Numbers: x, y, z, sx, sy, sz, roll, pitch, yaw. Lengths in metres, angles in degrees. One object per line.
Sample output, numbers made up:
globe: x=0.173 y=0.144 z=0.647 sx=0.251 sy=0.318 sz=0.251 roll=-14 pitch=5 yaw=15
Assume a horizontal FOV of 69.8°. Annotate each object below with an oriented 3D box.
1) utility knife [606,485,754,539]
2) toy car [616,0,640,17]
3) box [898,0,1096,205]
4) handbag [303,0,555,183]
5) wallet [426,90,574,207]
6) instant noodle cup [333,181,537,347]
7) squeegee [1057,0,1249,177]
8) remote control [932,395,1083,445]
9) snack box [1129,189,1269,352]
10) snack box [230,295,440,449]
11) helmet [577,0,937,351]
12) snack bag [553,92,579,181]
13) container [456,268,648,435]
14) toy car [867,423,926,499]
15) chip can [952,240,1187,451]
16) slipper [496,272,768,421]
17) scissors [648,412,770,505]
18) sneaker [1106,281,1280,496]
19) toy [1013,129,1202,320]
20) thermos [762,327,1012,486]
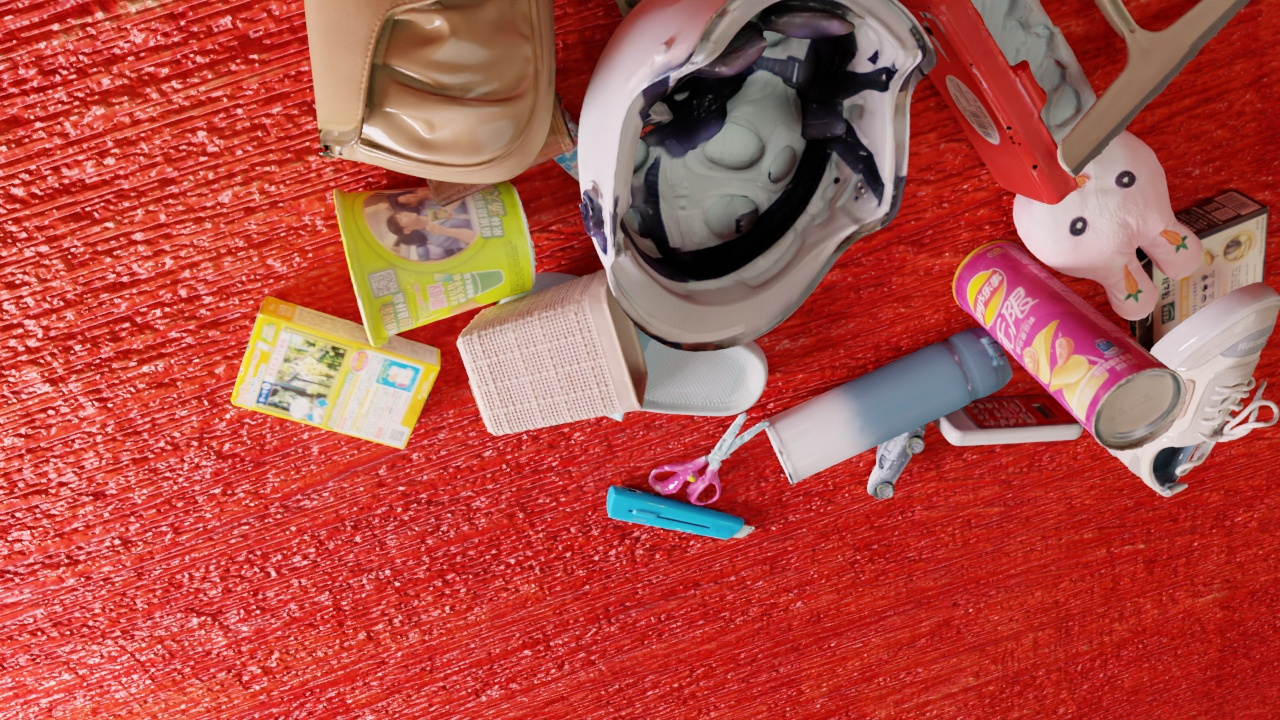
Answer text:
utility knife: x=0.039 y=0.149 z=0.876 sx=0.159 sy=0.018 sz=0.034 roll=16 pitch=116 yaw=-22
toy car: x=-0.014 y=-0.264 z=0.593 sx=0.035 sy=0.042 sz=0.090 roll=-11 pitch=121 yaw=21
box: x=0.266 y=-0.219 z=0.658 sx=0.101 sy=0.095 sz=0.201 roll=-45 pitch=119 yaw=4
handbag: x=-0.126 y=-0.208 z=0.535 sx=0.148 sy=0.099 sz=0.204 roll=-6 pitch=91 yaw=4
wallet: x=-0.108 y=-0.176 z=0.600 sx=0.101 sy=0.032 sz=0.124 roll=-20 pitch=89 yaw=3
instant noodle cup: x=-0.141 y=-0.076 z=0.650 sx=0.123 sy=0.111 sz=0.112 roll=-13 pitch=123 yaw=-13
squeegee: x=0.311 y=-0.298 z=0.635 sx=0.246 sy=0.039 sz=0.246 roll=-42 pitch=112 yaw=-16
remote control: x=0.342 y=0.055 z=0.859 sx=0.136 sy=0.055 sz=0.020 roll=-2 pitch=123 yaw=-10
snack box: x=0.482 y=-0.072 z=0.811 sx=0.126 sy=0.053 sz=0.113 roll=-21 pitch=124 yaw=3
snack box: x=-0.238 y=0.012 z=0.724 sx=0.140 sy=0.033 sz=0.087 roll=17 pitch=117 yaw=-23
helmet: x=0.052 y=-0.146 z=0.613 sx=0.228 sy=0.145 sz=0.259 roll=-13 pitch=138 yaw=-21
snack bag: x=-0.043 y=-0.148 z=0.668 sx=0.048 sy=0.026 sz=0.104 roll=-33 pitch=123 yaw=23
container: x=-0.061 y=-0.004 z=0.652 sx=0.111 sy=0.089 sz=0.090 roll=-14 pitch=107 yaw=8
toy car: x=0.240 y=0.090 z=0.869 sx=0.034 sy=0.042 sz=0.091 roll=26 pitch=113 yaw=5
chip can: x=0.324 y=-0.019 z=0.716 sx=0.071 sy=0.210 sz=0.071 roll=-5 pitch=122 yaw=-8
slipper: x=-0.004 y=0.004 z=0.744 sx=0.245 sy=0.074 sz=0.104 roll=12 pitch=119 yaw=-20
scissors: x=0.074 y=0.093 z=0.833 sx=0.083 sy=0.017 sz=0.138 roll=36 pitch=123 yaw=-27
sneaker: x=0.497 y=0.038 z=0.814 sx=0.089 sy=0.090 sz=0.243 roll=-17 pitch=144 yaw=-13
toy: x=0.379 y=-0.111 z=0.739 sx=0.159 sy=0.054 sz=0.121 roll=42 pitch=95 yaw=-6
thermos: x=0.220 y=0.038 z=0.819 sx=0.220 sy=0.070 sz=0.070 roll=-25 pitch=123 yaw=3
